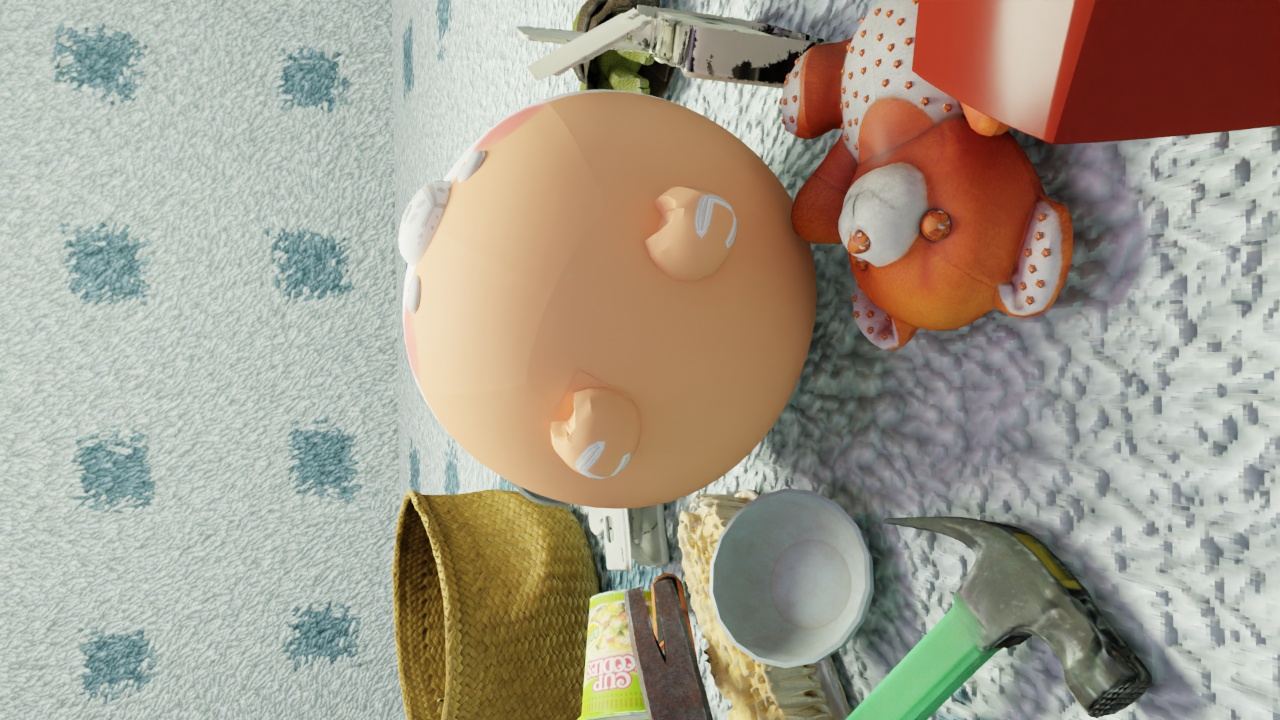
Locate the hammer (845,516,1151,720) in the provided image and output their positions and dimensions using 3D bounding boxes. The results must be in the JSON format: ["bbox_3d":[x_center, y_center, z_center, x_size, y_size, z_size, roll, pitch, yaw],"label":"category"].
[{"bbox_3d":[0.109,0.209,0.485,0.320,0.032,0.130,-60,38,27],"label":"hammer"}]

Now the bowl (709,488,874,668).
[{"bbox_3d":[0.098,0.135,0.565,0.107,0.039,0.106,-16,62,31],"label":"bowl"}]

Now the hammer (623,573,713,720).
[{"bbox_3d":[0.020,0.192,0.649,0.314,0.035,0.138,-107,2,-89],"label":"hammer"}]

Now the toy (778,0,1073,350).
[{"bbox_3d":[0.132,-0.097,0.442,0.164,0.092,0.172,-22,73,60],"label":"toy"}]

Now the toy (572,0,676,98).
[{"bbox_3d":[-0.019,-0.279,0.824,0.152,0.078,0.180,-111,30,-55],"label":"toy"}]

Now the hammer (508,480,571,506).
[{"bbox_3d":[-0.084,-0.012,0.976,0.025,0.117,0.333,177,97,-69],"label":"hammer"}]

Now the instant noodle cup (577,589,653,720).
[{"bbox_3d":[-0.009,0.263,0.812,0.099,0.098,0.107,127,144,-57],"label":"instant noodle cup"}]

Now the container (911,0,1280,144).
[{"bbox_3d":[0.168,-0.180,0.278,0.127,0.148,0.201,-120,27,-52],"label":"container"}]

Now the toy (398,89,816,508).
[{"bbox_3d":[-0.021,-0.036,0.573,0.263,0.265,0.280,-65,15,6],"label":"toy"}]

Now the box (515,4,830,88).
[{"bbox_3d":[0.014,-0.204,0.603,0.143,0.183,0.050,-118,32,-62],"label":"box"}]

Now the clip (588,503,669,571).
[{"bbox_3d":[-0.004,0.132,0.858,0.152,0.096,0.126,95,172,-79],"label":"clip"}]

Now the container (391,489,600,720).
[{"bbox_3d":[-0.167,0.304,1.059,0.307,0.196,0.307,180,90,-67],"label":"container"}]

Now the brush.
[{"bbox_3d":[0.087,0.209,0.609,0.083,0.056,0.270,113,148,-47],"label":"brush"}]
